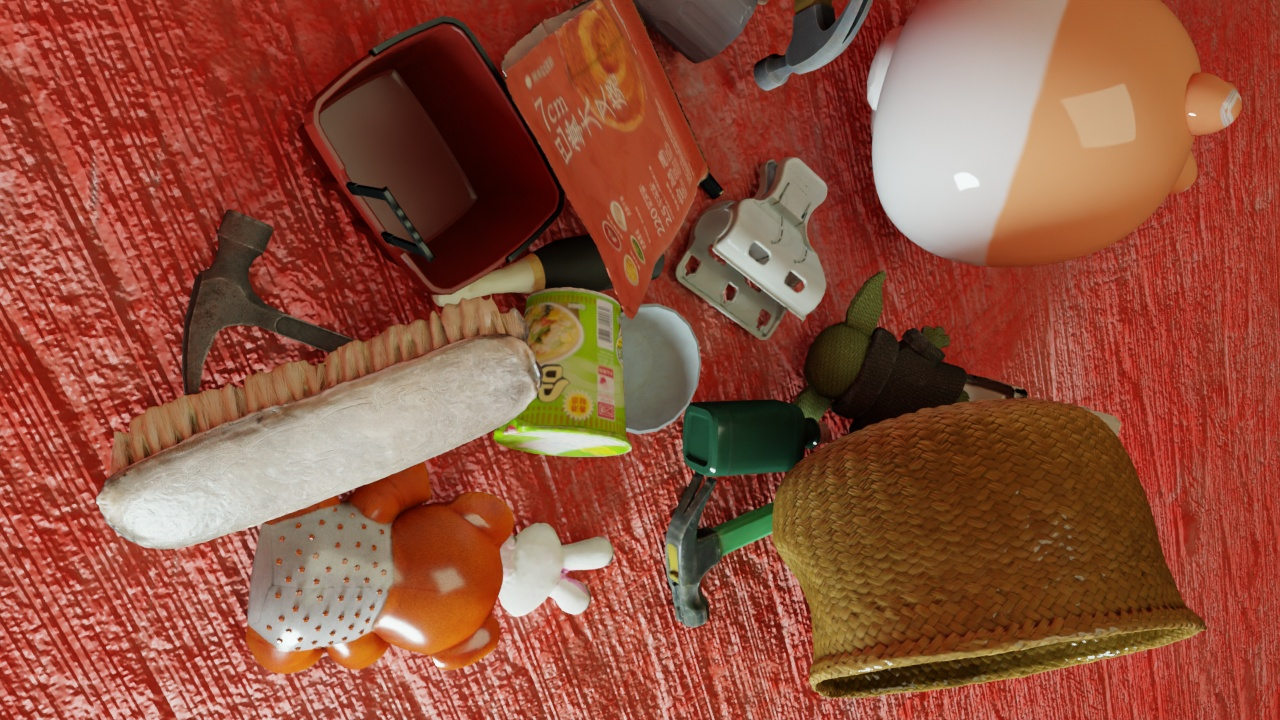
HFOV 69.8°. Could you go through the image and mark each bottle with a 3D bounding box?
[{"bbox_3d":[0.108,0.067,0.813,0.131,0.061,0.061,-1,96,-24],"label":"bottle"},{"bbox_3d":[-0.069,-0.067,0.696,0.184,0.045,0.045,-15,106,-30],"label":"bottle"}]

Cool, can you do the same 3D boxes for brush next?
[{"bbox_3d":[-0.192,0.038,0.570,0.271,0.056,0.083,-22,134,-9],"label":"brush"}]

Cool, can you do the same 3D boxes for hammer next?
[{"bbox_3d":[0.159,0.137,0.886,0.318,0.032,0.130,-17,106,-30],"label":"hammer"},{"bbox_3d":[0.124,-0.391,0.711,0.025,0.118,0.333,-2,87,-35],"label":"hammer"},{"bbox_3d":[-0.164,0.021,0.659,0.314,0.035,0.137,24,85,-33],"label":"hammer"}]

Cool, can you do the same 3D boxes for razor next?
[{"bbox_3d":[0.025,-0.187,0.752,0.144,0.022,0.042,51,31,-32],"label":"razor"}]

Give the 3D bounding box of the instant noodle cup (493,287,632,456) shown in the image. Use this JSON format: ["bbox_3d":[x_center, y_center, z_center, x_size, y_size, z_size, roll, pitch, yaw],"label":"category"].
[{"bbox_3d":[-0.052,0.009,0.665,0.098,0.099,0.107,15,70,-33],"label":"instant noodle cup"}]

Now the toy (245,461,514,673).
[{"bbox_3d":[-0.180,0.147,0.645,0.172,0.093,0.164,9,91,-21],"label":"toy"}]

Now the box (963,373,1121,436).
[{"bbox_3d":[0.369,0.096,0.922,0.050,0.184,0.143,6,99,-40],"label":"box"}]

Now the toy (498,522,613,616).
[{"bbox_3d":[-0.082,0.167,0.735,0.122,0.038,0.079,18,101,-34],"label":"toy"}]

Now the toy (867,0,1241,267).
[{"bbox_3d":[0.337,-0.210,0.787,0.262,0.281,0.265,40,68,-68],"label":"toy"}]

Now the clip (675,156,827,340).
[{"bbox_3d":[0.116,-0.102,0.791,0.126,0.096,0.152,33,90,-35],"label":"clip"}]

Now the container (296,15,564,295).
[{"bbox_3d":[-0.124,-0.120,0.560,0.126,0.201,0.148,-41,117,-20],"label":"container"}]

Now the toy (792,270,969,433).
[{"bbox_3d":[0.227,0.022,0.854,0.153,0.078,0.179,28,105,5],"label":"toy"}]

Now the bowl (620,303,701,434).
[{"bbox_3d":[-0.004,0.004,0.754,0.106,0.039,0.106,-6,102,-31],"label":"bowl"}]

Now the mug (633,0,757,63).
[{"bbox_3d":[0.031,-0.307,0.707,0.104,0.084,0.123,31,54,-33],"label":"mug"}]

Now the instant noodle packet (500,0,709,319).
[{"bbox_3d":[-0.023,-0.142,0.610,0.084,0.220,0.164,-20,117,17],"label":"instant noodle packet"}]

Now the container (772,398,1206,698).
[{"bbox_3d":[0.266,0.157,0.754,0.306,0.308,0.196,9,62,-33],"label":"container"}]

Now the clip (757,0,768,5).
[{"bbox_3d":[0.095,-0.320,0.760,0.024,0.041,0.061,6,101,-35],"label":"clip"}]
